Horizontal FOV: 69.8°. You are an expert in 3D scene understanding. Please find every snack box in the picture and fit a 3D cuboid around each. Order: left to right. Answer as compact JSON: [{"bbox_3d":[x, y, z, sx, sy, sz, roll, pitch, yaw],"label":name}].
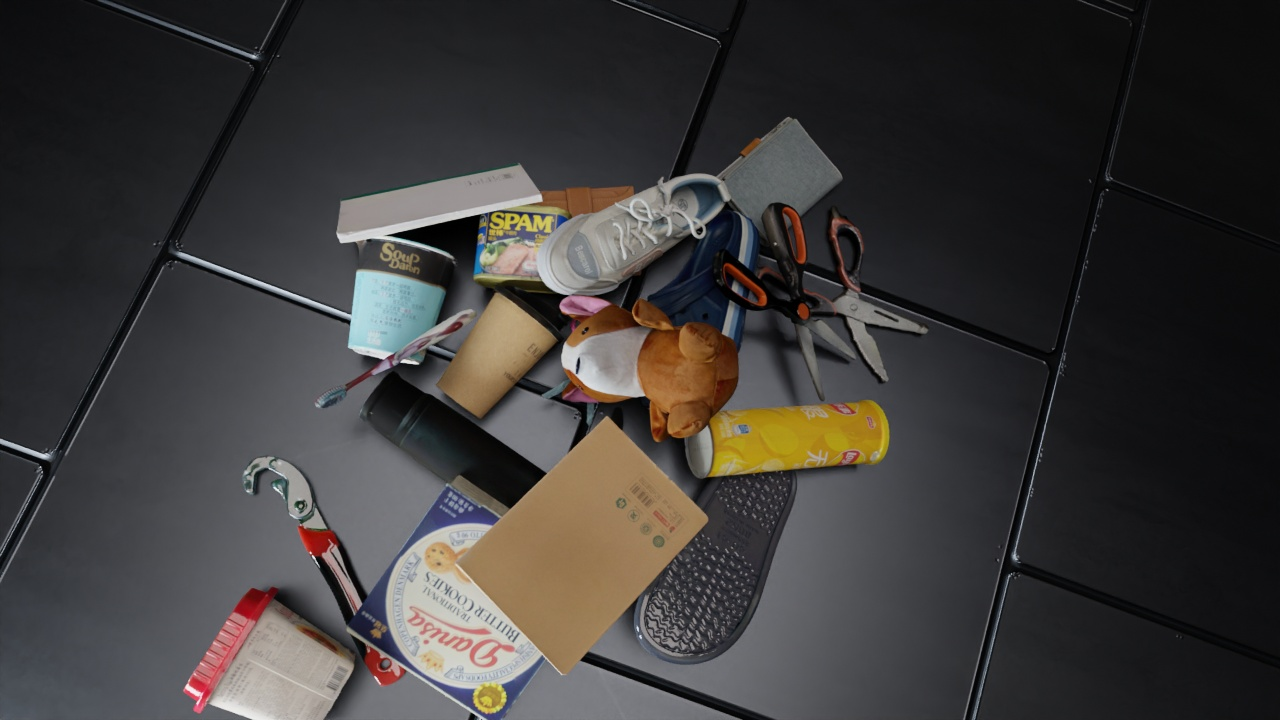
[{"bbox_3d":[-0.162,0.238,0.908,0.178,0.046,0.182,35,94,-4],"label":"snack box"}]

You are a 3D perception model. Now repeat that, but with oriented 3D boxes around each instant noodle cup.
[{"bbox_3d":[-0.349,0.294,0.882,0.124,0.116,0.116,32,76,-10],"label":"instant noodle cup"},{"bbox_3d":[-0.261,-0.061,0.977,0.111,0.111,0.120,12,84,-4],"label":"instant noodle cup"}]

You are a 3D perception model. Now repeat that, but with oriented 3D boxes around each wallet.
[{"bbox_3d":[-0.068,-0.146,1.052,0.131,0.031,0.107,-3,79,-8],"label":"wallet"},{"bbox_3d":[0.161,-0.214,1.089,0.129,0.037,0.106,-42,95,-12],"label":"wallet"}]

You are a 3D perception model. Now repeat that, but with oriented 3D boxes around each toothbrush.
[{"bbox_3d":[-0.243,-0.003,0.929,0.187,0.017,0.016,-34,117,-24],"label":"toothbrush"},{"bbox_3d":[-0.034,0.145,0.998,0.014,0.018,0.189,7,80,-4],"label":"toothbrush"}]

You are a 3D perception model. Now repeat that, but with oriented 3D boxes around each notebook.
[{"bbox_3d":[-0.221,-0.175,0.994,0.209,0.150,0.012,-14,117,-10],"label":"notebook"},{"bbox_3d":[-0.052,0.174,0.886,0.148,0.008,0.207,45,69,4],"label":"notebook"}]

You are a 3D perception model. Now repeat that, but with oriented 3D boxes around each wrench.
[{"bbox_3d":[-0.322,0.212,0.947,0.056,0.016,0.273,-34,83,-13],"label":"wrench"}]

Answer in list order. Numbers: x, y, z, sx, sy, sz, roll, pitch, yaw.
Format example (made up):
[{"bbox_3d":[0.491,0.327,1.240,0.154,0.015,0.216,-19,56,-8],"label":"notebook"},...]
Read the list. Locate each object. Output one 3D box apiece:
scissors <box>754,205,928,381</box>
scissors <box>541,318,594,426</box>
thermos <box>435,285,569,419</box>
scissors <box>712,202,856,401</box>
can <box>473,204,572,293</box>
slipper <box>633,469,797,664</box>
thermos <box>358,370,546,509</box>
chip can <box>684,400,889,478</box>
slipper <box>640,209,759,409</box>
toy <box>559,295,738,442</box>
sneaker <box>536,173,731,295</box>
[{"bbox_3d":[0.231,-0.074,1.074,0.189,0.015,0.223,-14,79,-9],"label":"scissors"},{"bbox_3d":[-0.053,0.004,1.003,0.133,0.017,0.135,-28,114,-22],"label":"scissors"},{"bbox_3d":[-0.150,-0.011,0.984,0.093,0.093,0.143,37,83,3],"label":"thermos"},{"bbox_3d":[0.158,-0.069,1.002,0.231,0.022,0.220,11,72,-37],"label":"scissors"},{"bbox_3d":[-0.128,-0.121,0.998,0.102,0.057,0.083,4,79,2],"label":"can"},{"bbox_3d":[0.081,0.206,0.967,0.110,0.083,0.267,33,57,3],"label":"slipper"},{"bbox_3d":[-0.176,0.107,0.958,0.242,0.090,0.068,36,60,-3],"label":"thermos"},{"bbox_3d":[0.156,0.082,0.977,0.213,0.072,0.072,-2,77,-20],"label":"chip can"},{"bbox_3d":[0.058,-0.060,1.000,0.095,0.105,0.252,28,71,-22],"label":"slipper"},{"bbox_3d":[-0.005,0.005,0.913,0.200,0.130,0.140,18,106,37],"label":"toy"},{"bbox_3d":[0.002,-0.138,0.986,0.241,0.091,0.089,-33,108,-32],"label":"sneaker"}]
